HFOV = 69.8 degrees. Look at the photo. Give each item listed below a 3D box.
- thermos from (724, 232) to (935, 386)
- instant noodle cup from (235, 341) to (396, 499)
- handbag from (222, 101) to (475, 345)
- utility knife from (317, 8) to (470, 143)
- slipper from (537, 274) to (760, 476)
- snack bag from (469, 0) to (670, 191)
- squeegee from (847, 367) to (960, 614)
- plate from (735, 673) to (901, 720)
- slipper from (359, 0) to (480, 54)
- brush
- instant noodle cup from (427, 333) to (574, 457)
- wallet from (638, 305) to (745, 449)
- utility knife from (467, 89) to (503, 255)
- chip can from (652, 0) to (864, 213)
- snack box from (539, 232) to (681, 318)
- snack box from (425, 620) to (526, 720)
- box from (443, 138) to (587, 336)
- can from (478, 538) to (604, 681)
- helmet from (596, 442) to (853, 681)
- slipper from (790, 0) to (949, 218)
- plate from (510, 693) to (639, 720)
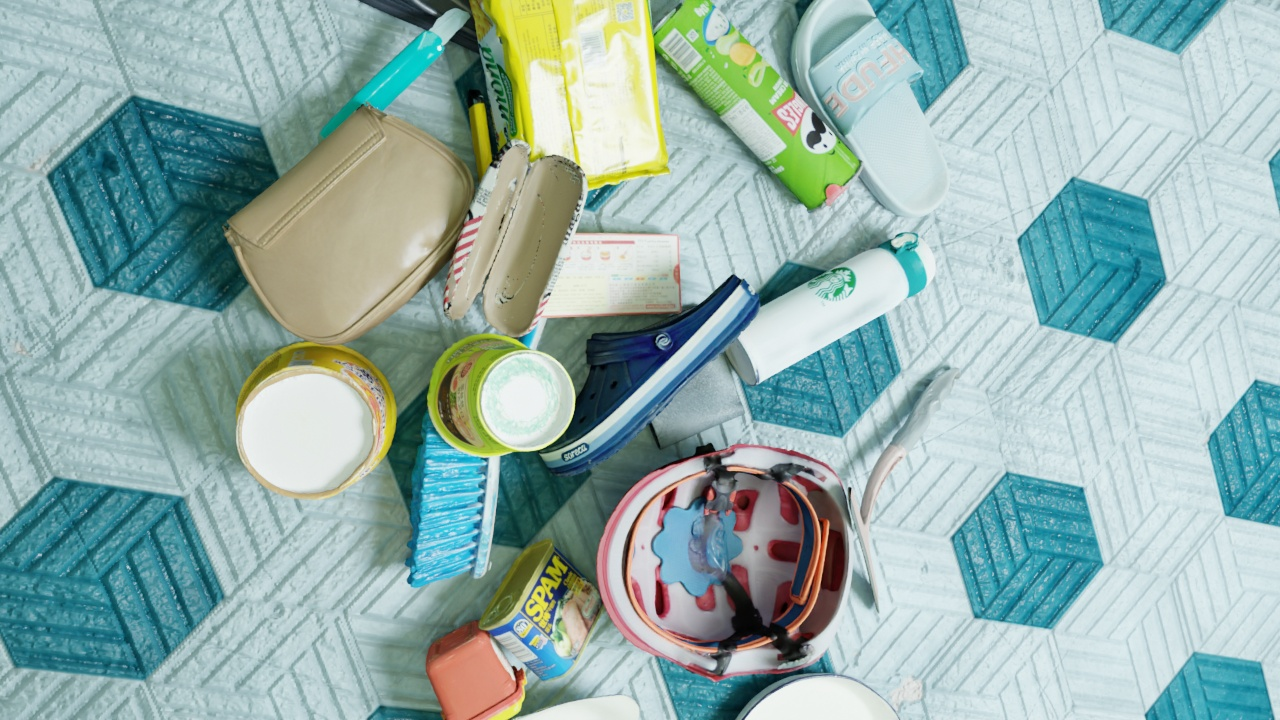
[{"bbox_3d":[0.190,-0.057,0.913,0.224,0.073,0.073,-28,100,-11],"label":"thermos"},{"bbox_3d":[-0.278,0.055,0.781,0.138,0.110,0.138,-1,95,-15],"label":"instant noodle cup"},{"bbox_3d":[-0.242,-0.113,0.789,0.204,0.100,0.148,-44,95,-8],"label":"handbag"},{"bbox_3d":[-0.217,-0.241,0.800,0.183,0.013,0.029,-40,119,11],"label":"utility knife"},{"bbox_3d":[-0.005,0.005,0.832,0.253,0.105,0.095,-41,91,6],"label":"slipper"},{"bbox_3d":[-0.056,-0.261,0.803,0.158,0.068,0.247,-15,117,-14],"label":"snack bag"},{"bbox_3d":[0.266,0.101,0.939,0.249,0.040,0.248,-56,144,-23],"label":"squeegee"},{"bbox_3d":[0.175,0.419,0.954,0.204,0.045,0.205,-1,93,-13],"label":"plate"},{"bbox_3d":[-0.180,-0.350,0.794,0.268,0.083,0.110,25,86,-16],"label":"slipper"},{"bbox_3d":[-0.147,0.052,0.847,0.109,0.060,0.314,6,90,-20],"label":"brush"},{"bbox_3d":[-0.112,0.030,0.769,0.111,0.124,0.111,0,89,-23],"label":"instant noodle cup"},{"bbox_3d":[0.041,0.016,0.908,0.097,0.019,0.121,-23,98,-14],"label":"wallet"},{"bbox_3d":[-0.138,-0.148,0.846,0.015,0.033,0.202,-10,100,-18],"label":"utility knife"},{"bbox_3d":[0.110,-0.247,0.879,0.236,0.072,0.072,43,83,-13],"label":"chip can"},{"bbox_3d":[-0.035,-0.080,0.858,0.155,0.027,0.077,-3,92,-26],"label":"snack box"},{"bbox_3d":[-0.153,0.288,0.841,0.082,0.091,0.080,-27,93,-11],"label":"snack box"},{"bbox_3d":[-0.104,-0.100,0.776,0.086,0.075,0.162,22,101,3],"label":"box"},{"bbox_3d":[-0.087,0.231,0.850,0.083,0.057,0.101,47,40,-15],"label":"can"},{"bbox_3d":[0.068,0.180,0.860,0.240,0.144,0.207,3,86,-11],"label":"helmet"},{"bbox_3d":[0.236,-0.252,0.910,0.104,0.074,0.245,-35,103,-9],"label":"slipper"},{"bbox_3d":[-0.085,0.381,0.870,0.164,0.034,0.164,-2,114,-27],"label":"plate"}]
